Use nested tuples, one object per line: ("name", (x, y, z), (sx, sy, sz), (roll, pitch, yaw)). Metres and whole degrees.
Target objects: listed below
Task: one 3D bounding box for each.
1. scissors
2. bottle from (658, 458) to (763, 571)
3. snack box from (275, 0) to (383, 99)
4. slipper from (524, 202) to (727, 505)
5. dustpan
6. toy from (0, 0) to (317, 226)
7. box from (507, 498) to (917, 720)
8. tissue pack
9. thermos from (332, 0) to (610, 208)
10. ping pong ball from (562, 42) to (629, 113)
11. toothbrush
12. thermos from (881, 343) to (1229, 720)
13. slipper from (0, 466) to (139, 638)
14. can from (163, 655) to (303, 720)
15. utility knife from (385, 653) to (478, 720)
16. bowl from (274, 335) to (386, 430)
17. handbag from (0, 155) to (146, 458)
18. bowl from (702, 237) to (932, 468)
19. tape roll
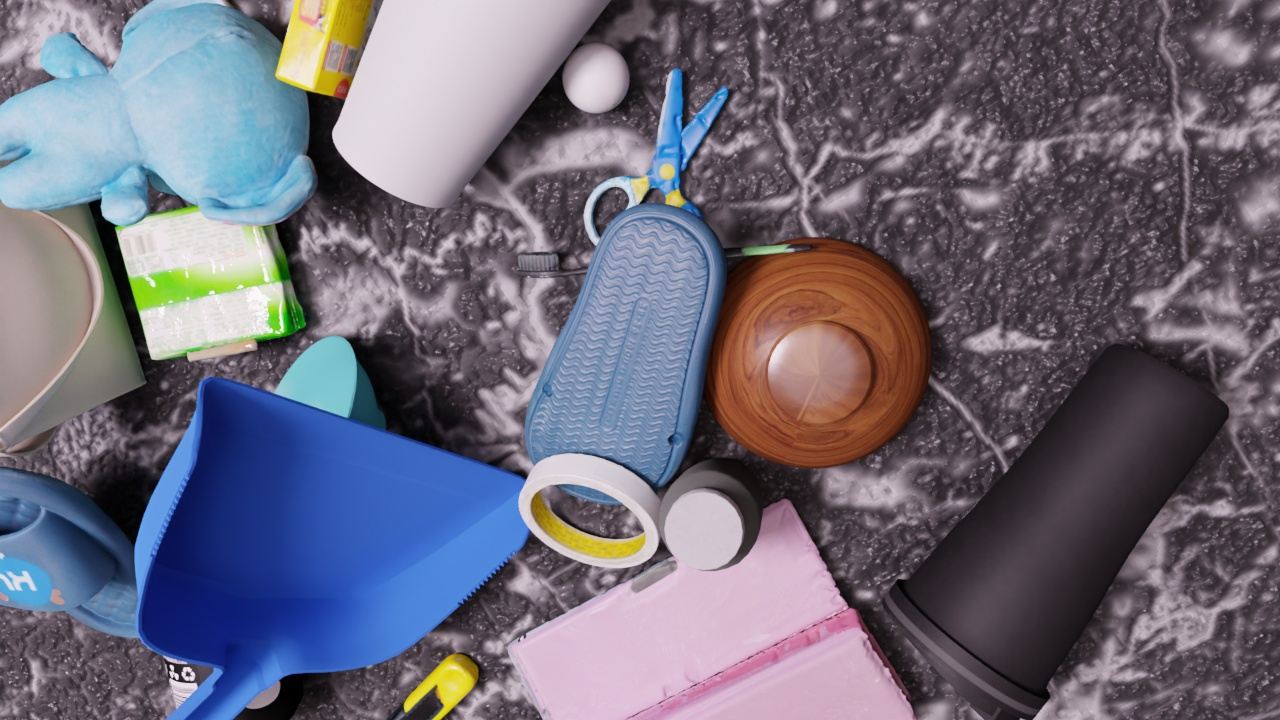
("scissors", (0.007, -0.121, 0.570), (0.097, 0.020, 0.133), (7, 103, 2))
("bottle", (0.043, 0.093, 0.553), (0.060, 0.108, 0.060), (0, 90, 9))
("snack box", (-0.166, -0.230, 0.534), (0.025, 0.075, 0.152), (20, 103, 0))
("slipper", (-0.003, 0.003, 0.566), (0.104, 0.059, 0.214), (25, 119, 8))
("dustpan", (-0.220, 0.148, 0.549), (0.258, 0.245, 0.059), (-43, 52, 15))
("toy", (-0.286, -0.135, 0.550), (0.180, 0.115, 0.183), (-27, 76, -14))
("box", (0.043, 0.221, 0.614), (0.233, 0.050, 0.180), (-32, 94, 11))
("tissue pack", (-0.284, -0.052, 0.605), (0.114, 0.034, 0.099), (-10, 97, 9))
("thermos", (-0.083, -0.196, 0.504), (0.131, 0.131, 0.222), (38, 115, -2))
("ping pong ball", (-0.027, -0.168, 0.548), (0.040, 0.040, 0.040), (1, 101, 6))
("toothbrush", (0.010, -0.065, 0.564), (0.188, 0.014, 0.017), (-3, 112, 16))
("thermos", (0.244, 0.099, 0.543), (0.106, 0.105, 0.219), (34, 98, -1))
("slipper", (-0.383, 0.135, 0.593), (0.104, 0.059, 0.214), (-2, 139, 9))
("can", (-0.284, 0.181, 0.627), (0.080, 0.080, 0.146), (-6, 100, 8))
("utility knife", (-0.184, 0.280, 0.668), (0.029, 0.020, 0.187), (43, 104, -1))
("bowl", (-0.201, 0.048, 0.596), (0.046, 0.121, 0.121), (28, 107, -40))
("handbag", (-0.398, -0.032, 0.529), (0.101, 0.197, 0.195), (-7, 107, 6))
("bowl", (0.105, 0.002, 0.551), (0.147, 0.068, 0.147), (1, 101, 6))
("tape roll", (-0.031, 0.098, 0.587), (0.094, 0.019, 0.094), (12, 136, 11))
